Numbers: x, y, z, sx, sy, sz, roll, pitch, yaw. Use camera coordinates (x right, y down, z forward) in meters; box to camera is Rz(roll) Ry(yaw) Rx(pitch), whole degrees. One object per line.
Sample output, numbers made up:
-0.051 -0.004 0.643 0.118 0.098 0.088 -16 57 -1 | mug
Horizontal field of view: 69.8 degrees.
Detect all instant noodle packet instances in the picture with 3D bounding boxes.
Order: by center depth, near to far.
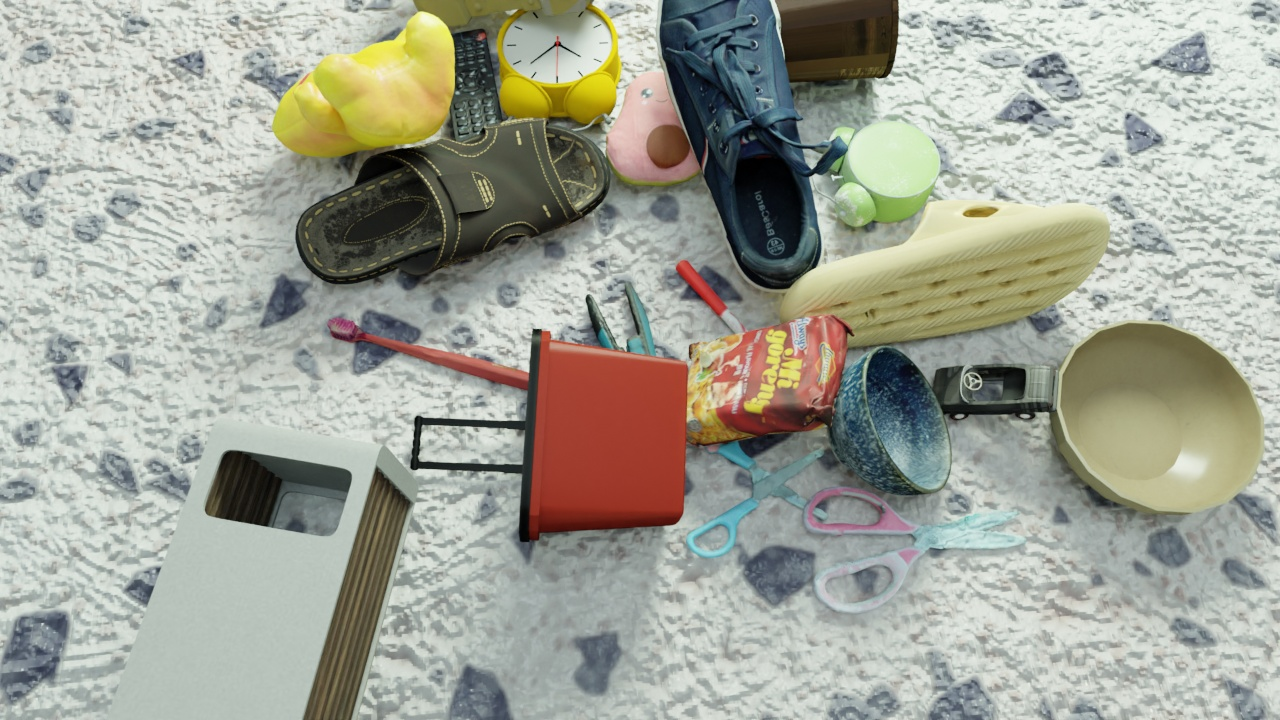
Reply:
0.090 0.015 0.691 0.136 0.039 0.098 -12 44 37 | instant noodle packet

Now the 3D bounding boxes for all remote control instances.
-0.153 -0.239 0.841 0.047 0.022 0.150 -11 66 -4 | remote control

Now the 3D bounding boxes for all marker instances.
0.078 -0.031 0.759 0.012 0.013 0.142 -36 72 -13 | marker

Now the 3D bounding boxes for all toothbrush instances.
-0.166 -0.005 0.747 0.190 0.016 0.016 15 68 6 | toothbrush

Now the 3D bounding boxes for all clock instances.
0.208 -0.163 0.796 0.119 0.043 0.094 -8 67 -3 | clock
-0.075 -0.267 0.836 0.113 0.052 0.151 -2 64 0 | clock

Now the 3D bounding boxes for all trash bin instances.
-0.247 0.170 0.623 0.114 0.115 0.228 9 68 4 | trash bin

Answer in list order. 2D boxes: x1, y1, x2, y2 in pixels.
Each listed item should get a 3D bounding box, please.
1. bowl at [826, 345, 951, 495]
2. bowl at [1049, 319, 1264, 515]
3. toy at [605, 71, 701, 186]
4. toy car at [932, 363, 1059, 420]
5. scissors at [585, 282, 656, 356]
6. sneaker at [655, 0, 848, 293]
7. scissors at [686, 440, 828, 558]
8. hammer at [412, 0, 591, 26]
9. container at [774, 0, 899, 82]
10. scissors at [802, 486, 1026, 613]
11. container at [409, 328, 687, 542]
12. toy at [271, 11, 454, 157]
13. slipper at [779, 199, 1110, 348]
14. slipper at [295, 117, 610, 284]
0.178 0.052 0.692 0.114 0.061 0.114 23 55 -37 | bowl
0.386 0.048 0.704 0.152 0.050 0.152 0 68 0 | bowl
0.012 -0.204 0.808 0.090 0.051 0.109 -1 67 -4 | toy
0.271 0.022 0.708 0.092 0.037 0.040 -3 62 37 | toy car
0.000 -0.001 0.744 0.127 0.019 0.141 22 72 8 | scissors
0.083 -0.199 0.713 0.121 0.127 0.294 -15 90 10 | sneaker
0.077 0.100 0.707 0.135 0.015 0.133 29 71 14 | scissors
-0.092 -0.466 0.884 0.190 0.101 0.323 3 53 22 | hammer
0.128 -0.306 0.815 0.167 0.132 0.132 -8 68 3 | container
0.210 0.148 0.688 0.179 0.016 0.103 3 72 -3 | scissors
-0.072 0.057 0.664 0.201 0.127 0.148 3 77 -4 | container
-0.221 -0.219 0.764 0.134 0.194 0.087 -42 116 -26 | toy
0.233 -0.074 0.737 0.261 0.111 0.079 -14 47 -1 | slipper
-0.155 -0.133 0.759 0.267 0.076 0.113 -18 89 -6 | slipper
